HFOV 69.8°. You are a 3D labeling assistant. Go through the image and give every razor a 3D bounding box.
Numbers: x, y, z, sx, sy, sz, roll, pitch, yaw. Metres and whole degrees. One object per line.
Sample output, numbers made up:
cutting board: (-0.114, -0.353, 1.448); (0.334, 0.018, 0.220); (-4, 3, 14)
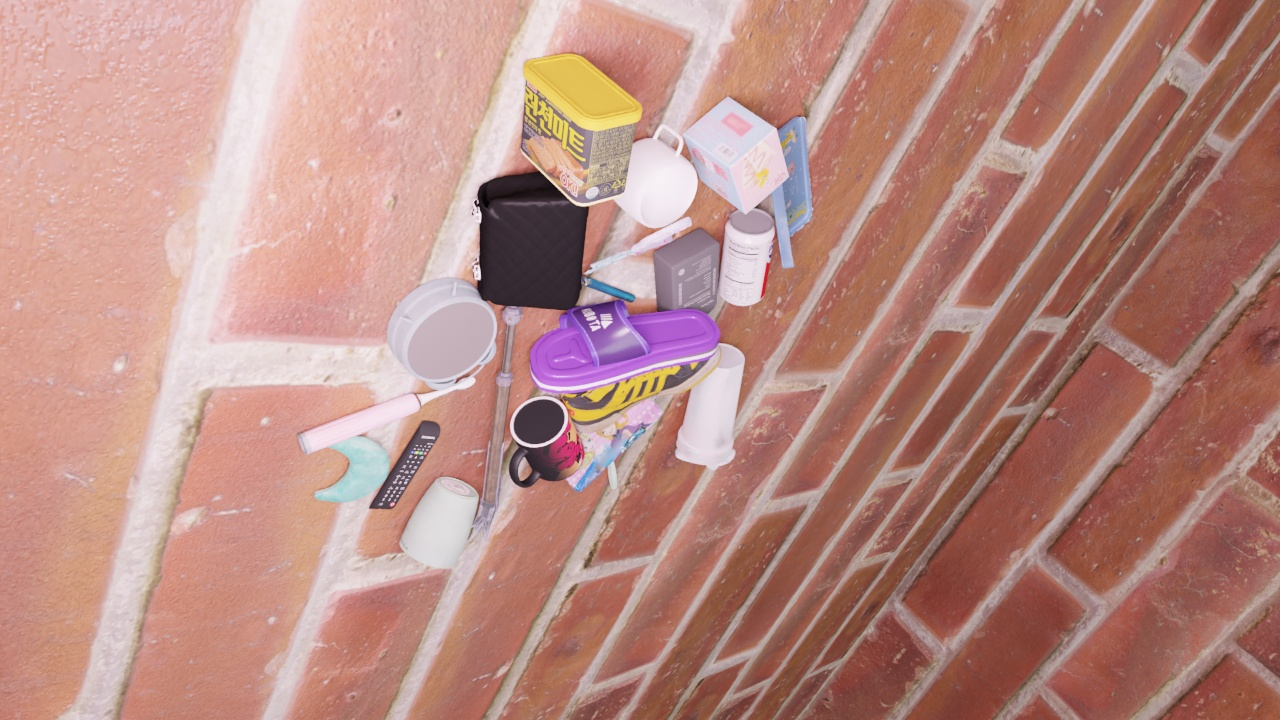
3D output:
razor: (-0.052, -0.094, 1.206); (0.042, 0.022, 0.143); (-19, 165, 32)

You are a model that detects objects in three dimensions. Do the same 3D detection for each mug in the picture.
mug: (0.018, -0.222, 1.098); (0.094, 0.068, 0.116); (-7, 131, -42)
mug: (-0.139, 0.124, 1.278); (0.117, 0.082, 0.098); (-52, 150, -23)
mug: (-0.267, 0.216, 1.266); (0.104, 0.084, 0.111); (-65, 171, 8)

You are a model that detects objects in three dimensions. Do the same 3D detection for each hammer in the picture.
hammer: (-0.182, 0.067, 1.195); (0.028, 0.146, 0.317); (11, 118, -2)

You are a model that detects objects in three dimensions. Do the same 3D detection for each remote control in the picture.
remote control: (-0.306, 0.140, 1.189); (0.033, 0.015, 0.147); (14, 116, -52)

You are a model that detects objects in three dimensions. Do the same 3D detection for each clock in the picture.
clock: (-0.225, -0.025, 1.073); (0.122, 0.045, 0.159); (-34, 143, -14)

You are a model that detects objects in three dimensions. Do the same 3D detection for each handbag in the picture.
handbag: (-0.129, -0.145, 1.035); (0.125, 0.114, 0.154); (-3, 136, -14)

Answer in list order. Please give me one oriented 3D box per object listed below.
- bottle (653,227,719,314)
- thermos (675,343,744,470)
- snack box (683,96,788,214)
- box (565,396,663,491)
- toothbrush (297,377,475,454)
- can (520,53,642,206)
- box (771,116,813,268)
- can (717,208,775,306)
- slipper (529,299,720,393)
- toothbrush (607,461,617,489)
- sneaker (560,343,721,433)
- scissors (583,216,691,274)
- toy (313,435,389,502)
bottle: (0.066, -0.096, 1.302); (0.083, 0.046, 0.174); (-30, 143, -21)
thermos: (0.119, 0.082, 1.507); (0.099, 0.099, 0.221); (-20, 134, -33)
snack box: (0.121, -0.256, 1.148); (0.079, 0.093, 0.095); (-41, 146, -6)
box: (-0.038, 0.095, 1.374); (0.230, 0.071, 0.084); (-43, 146, -2)
toothbrush: (-0.299, 0.061, 1.103); (0.222, 0.027, 0.027); (-22, 173, -30)
can: (-0.065, -0.236, 0.942); (0.072, 0.131, 0.101); (-21, 142, -31)
box: (0.207, -0.236, 1.304); (0.209, 0.043, 0.124); (70, 38, -53)
can: (0.151, -0.147, 1.316); (0.070, 0.070, 0.132); (-26, 142, -26)
slipper: (-0.017, -0.040, 1.198); (0.266, 0.107, 0.084); (-11, 135, -21)
toothbrush: (-0.048, 0.165, 1.487); (0.022, 0.015, 0.155); (-6, 139, -2)
sneaker: (-0.008, 0.008, 1.277); (0.238, 0.086, 0.122); (-29, 146, 0)
scissors: (0.004, -0.144, 1.143); (0.177, 0.013, 0.170); (-21, -178, 43)
toy: (-0.350, 0.131, 1.123); (0.085, 0.033, 0.105); (1, 125, -30)
